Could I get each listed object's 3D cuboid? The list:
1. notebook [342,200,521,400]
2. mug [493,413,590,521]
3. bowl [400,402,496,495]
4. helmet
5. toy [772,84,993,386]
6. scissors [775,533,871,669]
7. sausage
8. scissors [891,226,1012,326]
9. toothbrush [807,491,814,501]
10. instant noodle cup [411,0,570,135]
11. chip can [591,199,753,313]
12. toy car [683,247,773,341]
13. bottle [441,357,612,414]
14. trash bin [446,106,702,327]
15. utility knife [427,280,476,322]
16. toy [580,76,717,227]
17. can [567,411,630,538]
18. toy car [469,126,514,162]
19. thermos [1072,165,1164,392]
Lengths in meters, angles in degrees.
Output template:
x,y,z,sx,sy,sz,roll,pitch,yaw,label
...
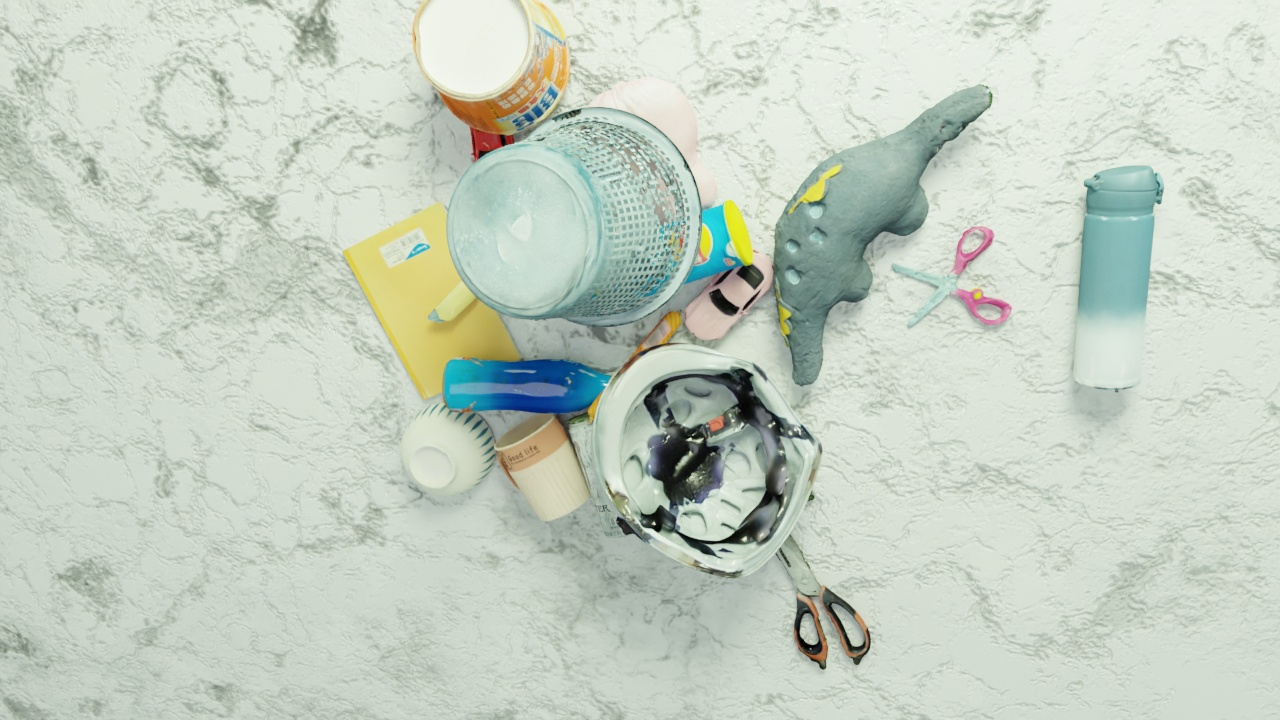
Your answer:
x,y,z,sx,sy,sz,roll,pitch,yaw,label
-0.248,-0.067,1.093,0.146,0.010,0.206,-23,103,18,notebook
-0.123,0.129,1.104,0.115,0.081,0.106,-17,108,43,mug
-0.242,0.116,1.123,0.116,0.066,0.116,4,109,10,bowl
0.052,0.107,1.006,0.258,0.146,0.228,35,73,-9,helmet
0.214,-0.137,0.938,0.138,0.091,0.357,26,114,-11,toy
0.197,0.288,1.122,0.206,0.015,0.194,22,112,3,scissors
-0.006,0.006,1.033,0.021,0.021,0.165,40,86,-4,sausage
0.333,-0.085,0.972,0.133,0.017,0.136,21,114,8,scissors
0.116,0.185,1.089,0.186,0.012,0.017,-18,97,6,toothbrush
-0.153,-0.311,0.922,0.151,0.111,0.151,1,95,6,instant noodle cup
0.011,-0.104,0.988,0.211,0.071,0.071,-17,104,20,chip can
0.098,-0.071,1.011,0.056,0.037,0.123,42,112,-3,toy car
-0.117,0.031,1.067,0.219,0.065,0.065,1,108,5,bottle
-0.073,-0.126,0.868,0.227,0.194,0.227,4,104,17,trash bin
-0.185,-0.098,1.057,0.163,0.018,0.031,-44,98,6,utility knife
0.011,-0.218,0.969,0.121,0.054,0.159,-24,113,18,toy
-0.036,0.131,1.070,0.058,0.058,0.147,-17,95,16,can
-0.163,-0.240,1.008,0.049,0.031,0.106,0,110,12,toy car
0.475,-0.082,0.917,0.070,0.070,0.221,0,108,11,thermos
